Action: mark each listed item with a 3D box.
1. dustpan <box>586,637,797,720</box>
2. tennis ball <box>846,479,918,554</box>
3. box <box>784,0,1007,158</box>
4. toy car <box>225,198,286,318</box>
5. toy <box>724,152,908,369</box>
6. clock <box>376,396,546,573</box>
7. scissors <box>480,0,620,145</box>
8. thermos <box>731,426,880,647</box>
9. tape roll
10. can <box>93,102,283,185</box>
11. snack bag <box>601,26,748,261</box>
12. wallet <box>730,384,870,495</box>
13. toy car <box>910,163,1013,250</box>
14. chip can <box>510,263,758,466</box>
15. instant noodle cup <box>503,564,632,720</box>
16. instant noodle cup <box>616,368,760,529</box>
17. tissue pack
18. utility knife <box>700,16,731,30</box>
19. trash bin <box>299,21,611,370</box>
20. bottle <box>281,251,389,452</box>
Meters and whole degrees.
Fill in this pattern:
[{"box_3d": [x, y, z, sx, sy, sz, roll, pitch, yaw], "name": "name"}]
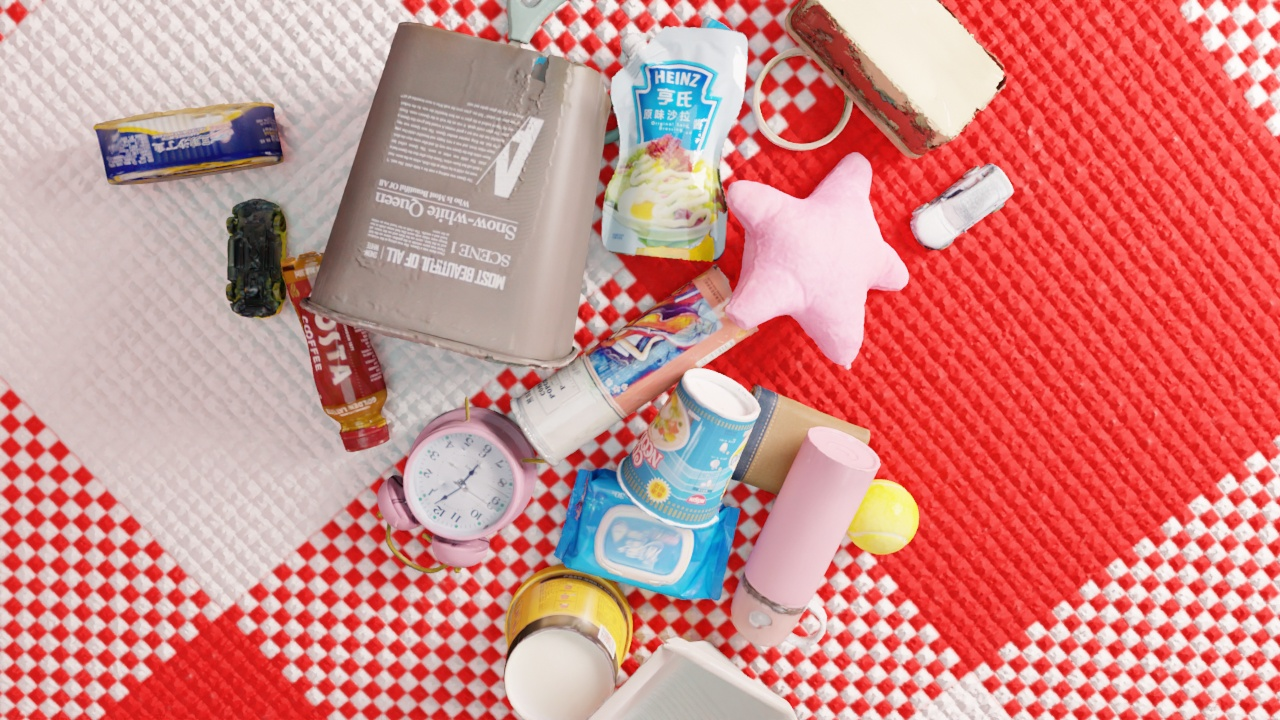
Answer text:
[{"box_3d": [0.029, 0.350, 0.782, 0.223, 0.257, 0.142, -46, 71, 6], "name": "dustpan"}, {"box_3d": [0.212, 0.138, 0.812, 0.065, 0.065, 0.065, 0, 98, 0], "name": "tennis ball"}, {"box_3d": [0.208, -0.254, 0.744, 0.168, 0.077, 0.091, 44, 82, -5], "name": "box"}, {"box_3d": [-0.333, -0.088, 0.804, 0.048, 0.032, 0.105, -2, 86, 1], "name": "toy car"}, {"box_3d": [0.144, -0.074, 0.763, 0.194, 0.075, 0.178, -21, 97, -29], "name": "toy"}, {"box_3d": [-0.165, 0.118, 0.816, 0.117, 0.059, 0.158, 37, 98, -4], "name": "clock"}, {"box_3d": [-0.070, -0.273, 0.783, 0.170, 0.019, 0.179, 21, 99, -1], "name": "scissors"}, {"box_3d": [0.146, 0.161, 0.795, 0.087, 0.067, 0.199, 24, 111, 13], "name": "thermos"}, {"box_3d": [0.139, -0.224, 0.789, 0.086, 0.014, 0.086, 0, 98, 1], "name": "tape roll"}, {"box_3d": [-0.377, -0.182, 0.770, 0.148, 0.074, 0.049, -8, 100, 1], "name": "can"}, {"box_3d": [0.027, -0.181, 0.770, 0.110, 0.038, 0.191, 7, 100, 13], "name": "snack bag"}, {"box_3d": [0.136, 0.081, 0.823, 0.115, 0.033, 0.090, 21, 100, -3], "name": "wallet"}, {"box_3d": [0.277, -0.132, 0.791, 0.090, 0.034, 0.043, -35, 99, 6], "name": "toy car"}, {"box_3d": [-0.005, 0.005, 0.793, 0.215, 0.071, 0.071, -33, 96, 4], "name": "chip can"}, {"box_3d": [-0.066, 0.254, 0.807, 0.118, 0.114, 0.118, 0, 97, 0], "name": "instant noodle cup"}, {"box_3d": [0.046, 0.069, 0.774, 0.099, 0.099, 0.110, 24, 114, -3], "name": "instant noodle cup"}, {"box_3d": [0.008, 0.158, 0.823, 0.157, 0.052, 0.095, 15, 98, -2], "name": "tissue pack"}, {"box_3d": [0.046, -0.202, 0.791, 0.034, 0.018, 0.179, 16, 100, 2], "name": "utility knife"}, {"box_3d": [-0.125, -0.122, 0.713, 0.199, 0.198, 0.220, 14, 97, 1], "name": "trash bin"}, {"box_3d": [-0.261, -0.008, 0.801, 0.057, 0.057, 0.175, -14, 97, 2], "name": "bottle"}]
